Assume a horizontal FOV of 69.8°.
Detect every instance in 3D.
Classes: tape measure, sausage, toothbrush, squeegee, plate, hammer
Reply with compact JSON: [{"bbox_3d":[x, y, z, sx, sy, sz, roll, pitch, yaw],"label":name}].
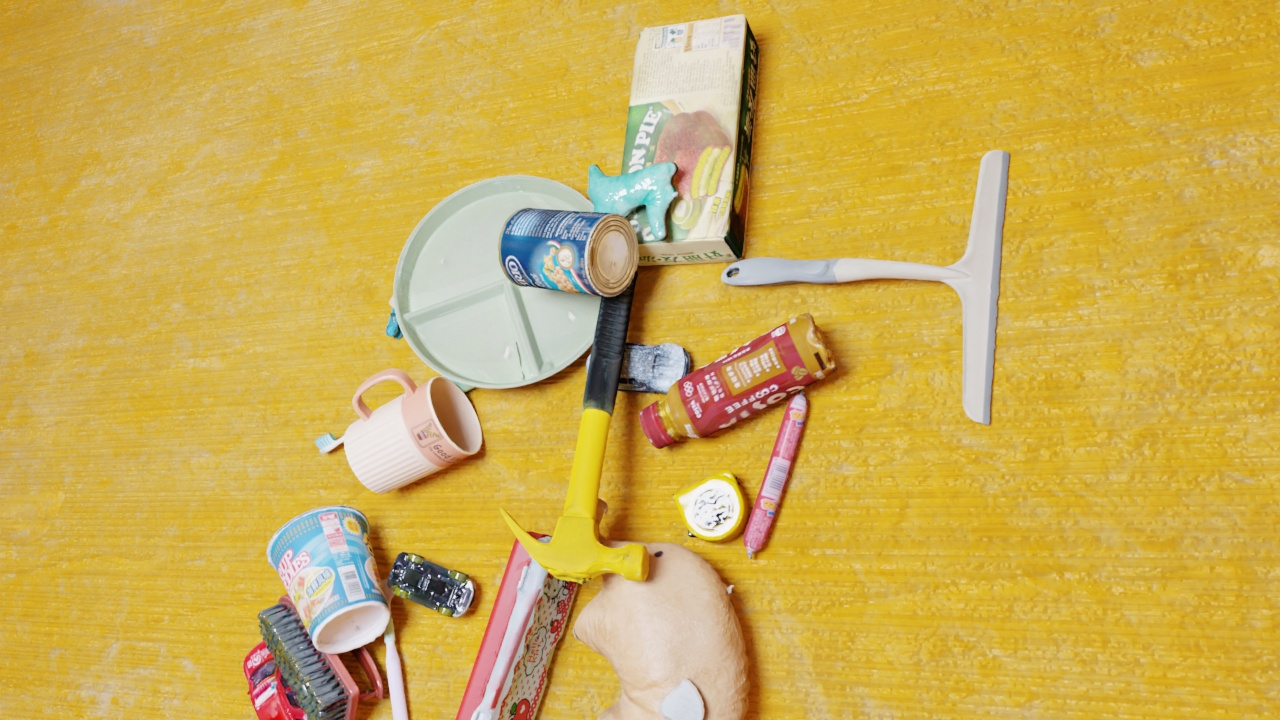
[{"bbox_3d":[0.065,0.129,0.793,0.060,0.029,0.057,-29,64,11],"label":"tape measure"},{"bbox_3d":[0.118,0.095,0.788,0.020,0.020,0.155,15,79,25],"label":"sausage"},{"bbox_3d":[-0.240,0.047,0.944,0.225,0.026,0.027,-26,108,13],"label":"toothbrush"},{"bbox_3d":[0.185,-0.077,0.806,0.247,0.039,0.246,4,75,23],"label":"squeegee"},{"bbox_3d":[-0.132,-0.079,0.916,0.230,0.027,0.230,-2,71,6],"label":"plate"},{"bbox_3d":[-0.039,0.045,0.805,0.129,0.033,0.300,2,62,13],"label":"hammer"},{"bbox_3d":[-0.229,0.300,0.863,0.029,0.021,0.189,-18,69,14],"label":"toothbrush"}]

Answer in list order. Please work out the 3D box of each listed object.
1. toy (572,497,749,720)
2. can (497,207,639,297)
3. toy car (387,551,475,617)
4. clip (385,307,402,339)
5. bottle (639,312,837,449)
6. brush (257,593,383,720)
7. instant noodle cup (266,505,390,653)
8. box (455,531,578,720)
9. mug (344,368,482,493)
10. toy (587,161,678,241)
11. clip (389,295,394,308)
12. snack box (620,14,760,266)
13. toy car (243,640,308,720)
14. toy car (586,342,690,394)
[{"bbox_3d":[0.011,0.214,0.759,0.143,0.082,0.225,-17,64,3],"label":"toy"},{"bbox_3d":[-0.065,-0.100,0.838,0.111,0.075,0.075,10,77,37],"label":"can"},{"bbox_3d":[-0.195,0.212,0.868,0.090,0.035,0.042,15,81,23],"label":"toy car"},{"bbox_3d":[-0.258,-0.050,0.986,0.014,0.041,0.056,15,82,28],"label":"clip"},{"bbox_3d":[0.082,0.023,0.801,0.175,0.057,0.057,-29,65,16],"label":"bottle"},{"bbox_3d":[-0.306,0.278,0.875,0.146,0.069,0.063,42,131,30],"label":"brush"},{"bbox_3d":[-0.285,0.208,0.859,0.099,0.099,0.110,-42,53,5],"label":"instant noodle cup"},{"bbox_3d":[-0.101,0.251,0.790,0.068,0.090,0.201,17,79,9],"label":"box"},{"bbox_3d":[-0.230,0.063,0.890,0.106,0.114,0.081,-26,27,15],"label":"mug"},{"bbox_3d":[-0.005,-0.149,0.841,0.092,0.030,0.096,-15,73,22],"label":"toy"},{"bbox_3d":[-0.211,-0.032,0.955,0.098,0.064,0.034,35,89,20],"label":"clip"},{"bbox_3d":[0.048,-0.213,0.891,0.115,0.063,0.239,-1,73,22],"label":"snack box"},{"bbox_3d":[-0.348,0.324,0.889,0.053,0.045,0.120,-41,61,4],"label":"toy car"},{"bbox_3d":[-0.005,0.005,0.860,0.106,0.031,0.049,3,72,25],"label":"toy car"}]
